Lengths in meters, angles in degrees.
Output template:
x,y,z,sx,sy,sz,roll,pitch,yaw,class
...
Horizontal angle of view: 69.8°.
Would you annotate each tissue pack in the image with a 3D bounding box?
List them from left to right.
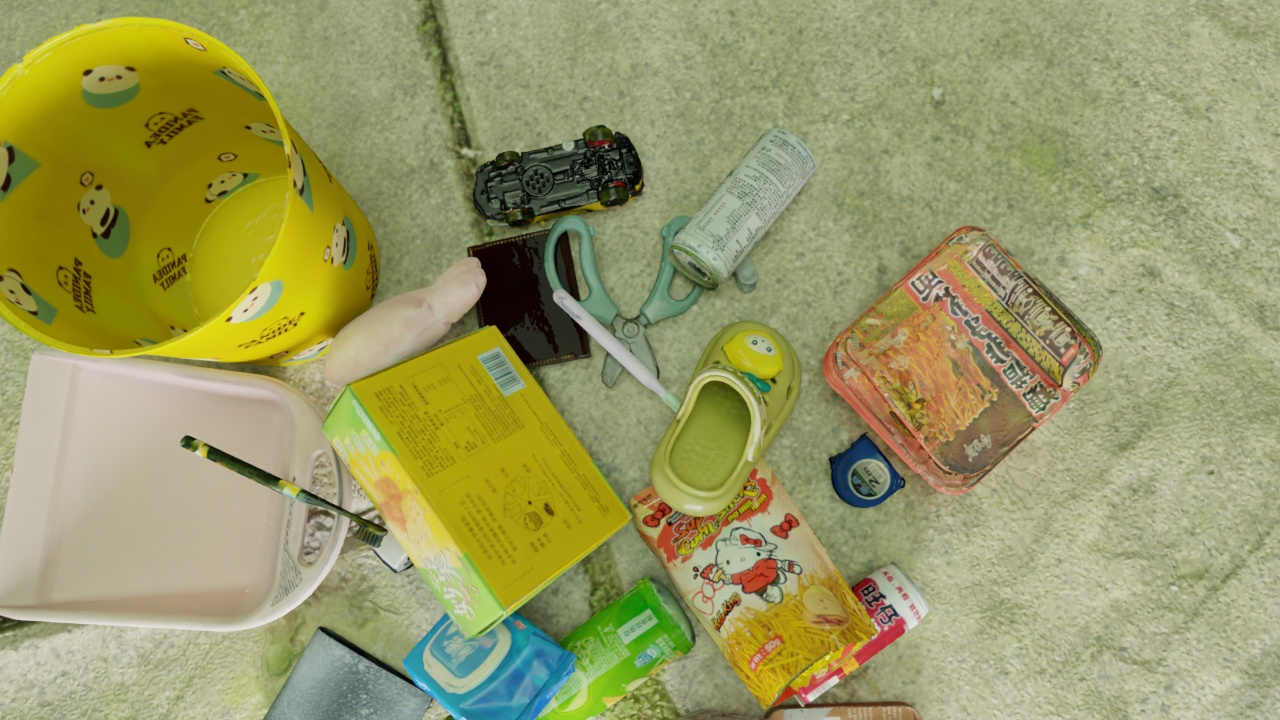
x,y,z,sx,sy,sz,roll,pitch,yaw,class
-0.123,0.240,0.728,0.094,0.157,0.052,-47,123,-22,tissue pack

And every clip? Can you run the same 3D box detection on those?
x,y,z,sx,sy,sz,roll,pitch,yaw,class
0.088,-0.089,0.824,0.024,0.029,0.057,-25,72,-3,clip

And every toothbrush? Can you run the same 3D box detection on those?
x,y,z,sx,sy,sz,roll,pitch,yaw,class
-0.280,0.101,0.714,0.186,0.012,0.017,23,96,9,toothbrush
-0.005,0.005,0.796,0.189,0.021,0.029,44,91,-3,toothbrush

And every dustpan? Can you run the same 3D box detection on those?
x,y,z,sx,sy,sz,roll,pitch,yaw,class
-0.378,0.103,0.735,0.273,0.139,0.222,5,84,-21,dustpan

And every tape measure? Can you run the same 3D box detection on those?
x,y,z,sx,sy,sz,roll,pitch,yaw,class
-0.195,0.147,0.780,0.033,0.066,0.065,41,86,8,tape measure
0.191,0.099,0.790,0.054,0.025,0.058,-38,79,-1,tape measure

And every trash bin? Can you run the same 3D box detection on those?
x,y,z,sx,sy,sz,roll,pitch,yaw,class
-0.336,-0.100,0.722,0.229,0.255,0.229,0,83,2,trash bin

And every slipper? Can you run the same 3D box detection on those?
x,y,z,sx,sy,sz,roll,pitch,yaw,class
0.077,0.039,0.754,0.091,0.082,0.190,29,63,5,slipper

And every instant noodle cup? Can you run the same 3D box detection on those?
x,y,z,sx,sy,sz,roll,pitch,yaw,class
0.263,0.003,0.772,0.188,0.079,0.164,-41,82,-4,instant noodle cup

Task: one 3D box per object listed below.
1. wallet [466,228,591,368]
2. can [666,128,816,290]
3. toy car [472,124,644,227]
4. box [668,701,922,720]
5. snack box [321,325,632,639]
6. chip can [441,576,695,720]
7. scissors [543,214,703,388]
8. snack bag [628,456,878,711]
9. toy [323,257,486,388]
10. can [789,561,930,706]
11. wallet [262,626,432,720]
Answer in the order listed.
x,y,z,sx,sy,sz,roll,pitch,yaw,class
-0.102,-0.053,0.826,0.096,0.020,0.122,-11,83,5,wallet
0.089,-0.132,0.798,0.058,0.058,0.146,38,78,7,can
-0.074,-0.162,0.826,0.156,0.041,0.071,-14,82,-1,toy car
0.104,0.372,0.726,0.273,0.124,0.178,2,81,-25,box
-0.129,0.091,0.740,0.157,0.070,0.210,-29,80,-46,snack box
-0.058,0.265,0.756,0.221,0.072,0.072,-35,83,-2,chip can
-0.024,-0.066,0.813,0.179,0.019,0.172,25,85,-7,scissors
0.087,0.165,0.746,0.128,0.073,0.207,-34,58,-2,snack bag
-0.197,-0.031,0.779,0.159,0.121,0.054,-34,112,0,toy
0.172,0.225,0.760,0.132,0.053,0.053,-35,83,-2,can
-0.251,0.301,0.789,0.121,0.019,0.097,29,87,4,wallet
